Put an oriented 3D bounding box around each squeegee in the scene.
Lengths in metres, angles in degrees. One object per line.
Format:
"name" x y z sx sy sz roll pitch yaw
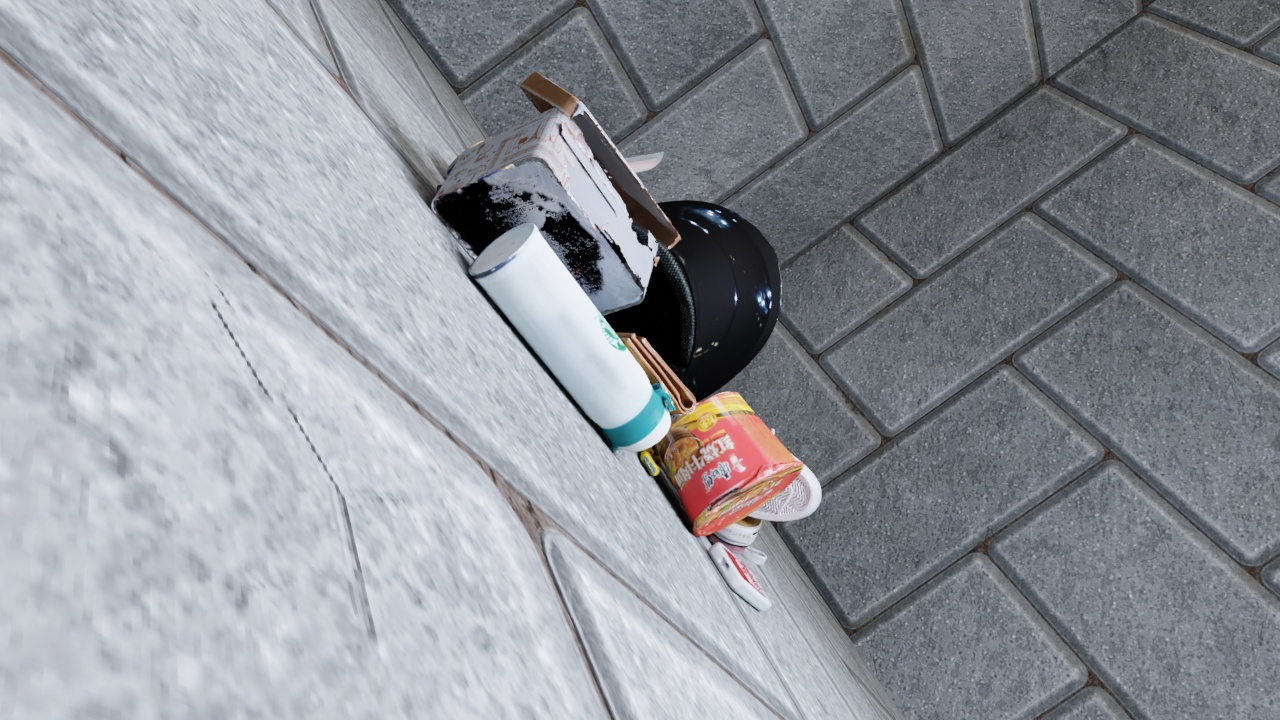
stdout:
"squeegee" -0.131 -0.170 1.022 0.250 0.247 0.040 -4 -80 64

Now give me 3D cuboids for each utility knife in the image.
"utility knife" 0.014 0.108 1.028 0.033 0.015 0.164 51 3 -1

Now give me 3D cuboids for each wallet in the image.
"wallet" -0.022 0.007 0.889 0.131 0.035 0.119 -1 -41 52

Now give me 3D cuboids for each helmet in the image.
"helmet" 0.027 -0.060 1.049 0.233 0.229 0.275 68 -23 7

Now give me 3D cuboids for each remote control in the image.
"remote control" 0.112 0.241 1.014 0.056 0.020 0.136 55 3 34

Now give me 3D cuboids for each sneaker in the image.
"sneaker" 0.115 0.115 1.100 0.242 0.090 0.090 28 19 30
"sneaker" 0.122 0.186 1.165 0.118 0.088 0.240 25 22 6

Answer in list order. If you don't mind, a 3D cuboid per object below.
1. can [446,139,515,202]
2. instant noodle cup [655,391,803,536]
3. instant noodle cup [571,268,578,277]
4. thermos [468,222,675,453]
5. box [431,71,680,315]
"can" -0.183 -0.218 1.091 0.049 0.074 0.148 51 3 -3
"instant noodle cup" 0.089 0.107 0.988 0.108 0.138 0.138 57 4 21
"instant noodle cup" -0.088 -0.123 1.331 0.194 0.065 0.194 42 -9 8
"thermos" -0.050 -0.013 0.792 0.224 0.073 0.073 53 3 -26
"box" -0.063 -0.162 0.852 0.182 0.154 0.180 52 35 -34
